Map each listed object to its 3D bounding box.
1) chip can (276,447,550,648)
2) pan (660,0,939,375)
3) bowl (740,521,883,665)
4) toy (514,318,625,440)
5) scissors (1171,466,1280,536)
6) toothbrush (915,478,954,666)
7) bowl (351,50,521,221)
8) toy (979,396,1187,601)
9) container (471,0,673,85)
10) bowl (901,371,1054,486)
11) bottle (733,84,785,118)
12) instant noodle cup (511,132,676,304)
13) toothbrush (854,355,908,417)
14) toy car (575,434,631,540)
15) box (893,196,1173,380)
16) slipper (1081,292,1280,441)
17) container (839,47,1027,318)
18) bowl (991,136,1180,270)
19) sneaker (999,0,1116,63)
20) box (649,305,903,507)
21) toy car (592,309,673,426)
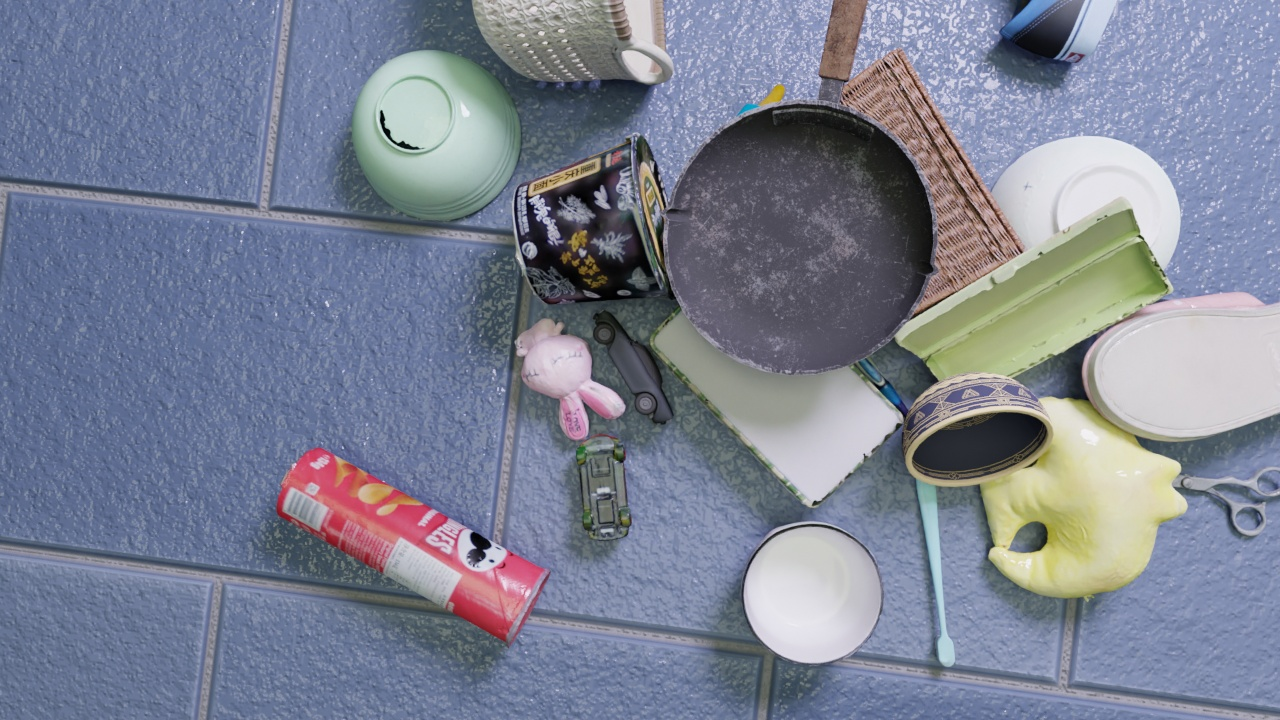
[{"bbox_3d":[-0.196,0.157,0.787,0.233,0.073,0.073,28,91,4],"label":"chip can"},{"bbox_3d":[0.133,-0.165,0.676,0.208,0.040,0.357,16,103,16],"label":"pan"},{"bbox_3d":[0.140,0.188,0.767,0.116,0.065,0.116,0,89,3],"label":"bowl"},{"bbox_3d":[-0.065,0.015,0.794,0.063,0.047,0.110,-37,90,11],"label":"toy"},{"bbox_3d":[0.475,0.096,0.771,0.170,0.014,0.095,30,100,2],"label":"scissors"},{"bbox_3d":[0.251,0.169,0.786,0.016,0.016,0.180,-6,87,5],"label":"toothbrush"},{"bbox_3d":[-0.183,-0.201,0.791,0.151,0.077,0.151,0,88,4],"label":"bowl"},{"bbox_3d":[0.359,0.113,0.754,0.155,0.064,0.170,-10,85,23],"label":"toy"},{"bbox_3d":[-0.052,-0.345,0.739,0.143,0.184,0.246,-5,87,14],"label":"container"},{"bbox_3d":[0.262,0.046,0.734,0.112,0.112,0.061,-7,52,3],"label":"bowl"},{"bbox_3d":[0.085,-0.172,0.785,0.051,0.051,0.146,30,91,4],"label":"bottle"},{"bbox_3d":[-0.037,-0.107,0.758,0.112,0.137,0.137,-11,88,13],"label":"instant noodle cup"},{"bbox_3d":[0.208,0.020,0.790,0.016,0.017,0.189,-39,87,5],"label":"toothbrush"},{"bbox_3d":[-0.030,0.110,0.794,0.042,0.036,0.091,-7,89,4],"label":"toy car"},{"bbox_3d":[0.302,-0.045,0.715,0.188,0.141,0.044,-35,49,25],"label":"box"},{"bbox_3d":[0.485,0.000,0.752,0.274,0.054,0.114,-9,85,-8],"label":"slipper"},{"bbox_3d":[0.203,-0.129,0.745,0.113,0.113,0.198,-32,86,7],"label":"container"},{"bbox_3d":[0.370,-0.114,0.755,0.153,0.073,0.153,0,90,5],"label":"bowl"},{"bbox_3d":[0.359,-0.375,0.756,0.098,0.083,0.241,18,93,3],"label":"sneaker"},{"bbox_3d":[0.114,0.017,0.782,0.205,0.050,0.117,44,89,3],"label":"box"},{"bbox_3d":[-0.005,0.005,0.790,0.034,0.046,0.112,-31,89,4],"label":"toy car"}]
